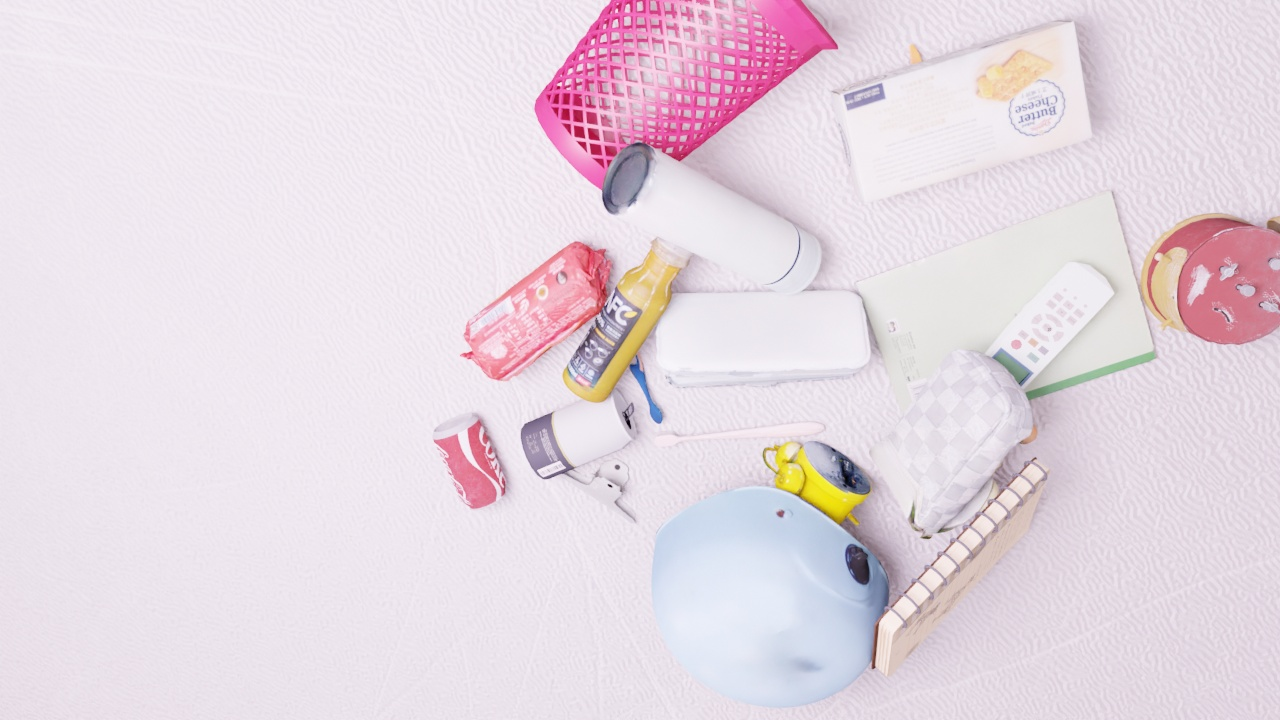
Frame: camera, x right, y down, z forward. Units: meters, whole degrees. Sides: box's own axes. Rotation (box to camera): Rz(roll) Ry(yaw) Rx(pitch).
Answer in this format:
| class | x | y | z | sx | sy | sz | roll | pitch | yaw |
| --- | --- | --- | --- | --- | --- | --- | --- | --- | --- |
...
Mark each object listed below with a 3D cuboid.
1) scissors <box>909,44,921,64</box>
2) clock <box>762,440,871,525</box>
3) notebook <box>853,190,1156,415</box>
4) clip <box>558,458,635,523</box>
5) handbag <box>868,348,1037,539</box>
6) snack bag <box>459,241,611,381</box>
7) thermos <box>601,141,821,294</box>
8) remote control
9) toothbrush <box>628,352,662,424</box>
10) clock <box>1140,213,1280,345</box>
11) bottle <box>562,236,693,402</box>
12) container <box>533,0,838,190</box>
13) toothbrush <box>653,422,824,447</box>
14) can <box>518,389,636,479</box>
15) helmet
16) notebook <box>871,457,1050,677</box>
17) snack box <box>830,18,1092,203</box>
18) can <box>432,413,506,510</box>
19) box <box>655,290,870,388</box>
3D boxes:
| class | x | y | z | sx | sy | sz | roll | pitch | yaw |
| --- | --- | --- | --- | --- | --- | --- | --- | --- | --- |
| scissors | 0.278 | -0.238 | 0.866 | 0.129 | 0.011 | 0.125 | -18 | 105 | 9 |
| clock | 0.179 | 0.121 | 0.948 | 0.118 | 0.083 | 0.057 | 30 | 113 | -6 |
| notebook | 0.365 | -0.040 | 0.918 | 0.253 | 0.010 | 0.182 | -20 | 104 | 12 |
| clip | -0.038 | 0.138 | 1.003 | 0.101 | 0.038 | 0.054 | 33 | 119 | -5 |
| handbag | 0.316 | 0.078 | 0.893 | 0.123 | 0.112 | 0.172 | 8 | 128 | -25 |
| snack bag | -0.102 | -0.047 | 0.926 | 0.177 | 0.082 | 0.082 | -35 | 100 | 15 |
| thermos | 0.071 | -0.123 | 0.830 | 0.229 | 0.068 | 0.068 | 18 | 112 | -39 |
| remote control | 0.393 | -0.032 | 0.898 | 0.049 | 0.024 | 0.143 | 37 | 106 | -2 |
| toothbrush | -0.006 | 0.006 | 0.968 | 0.021 | 0.017 | 0.135 | -23 | 101 | 8 |
| clock | 0.560 | -0.075 | 0.850 | 0.159 | 0.081 | 0.117 | -8 | 105 | 8 |
| bottle | -0.011 | -0.043 | 0.894 | 0.053 | 0.053 | 0.186 | 32 | 114 | -4 |
| container | 0.027 | -0.263 | 0.810 | 0.226 | 0.182 | 0.183 | -41 | 99 | 23 |
| toothbrush | 0.104 | 0.077 | 0.978 | 0.181 | 0.018 | 0.016 | -5 | 107 | 5 |
| can | -0.061 | 0.076 | 0.967 | 0.127 | 0.064 | 0.064 | -23 | 103 | 12 |
| helmet | 0.130 | 0.261 | 0.935 | 0.265 | 0.166 | 0.226 | 31 | 133 | -21 |
| notebook | 0.307 | 0.203 | 0.884 | 0.225 | 0.167 | 0.024 | -41 | 58 | -14 |
| snack box | 0.288 | -0.224 | 0.833 | 0.208 | 0.057 | 0.104 | -15 | 107 | 9 |
| can | -0.184 | 0.110 | 0.995 | 0.054 | 0.054 | 0.096 | -19 | 104 | 11 |
| box | 0.123 | -0.014 | 0.941 | 0.216 | 0.110 | 0.107 | 1 | 64 | 3 |
